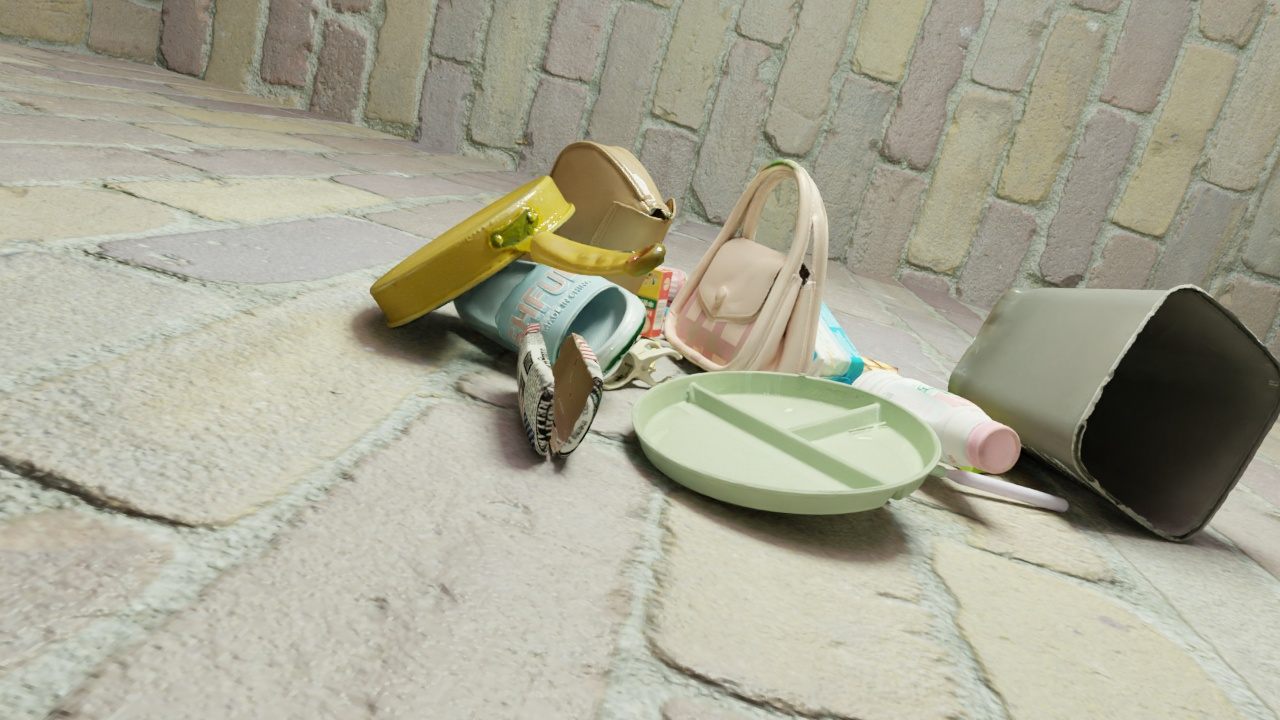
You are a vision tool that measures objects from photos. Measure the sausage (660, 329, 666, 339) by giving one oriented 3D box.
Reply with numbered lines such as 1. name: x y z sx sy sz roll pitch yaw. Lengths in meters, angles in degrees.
1. sausage: 0.087 -0.027 1.122 0.155 0.020 0.020 7 16 -34

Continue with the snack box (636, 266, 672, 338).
1. snack box: -0.042 -0.083 1.046 0.156 0.077 0.027 17 14 26

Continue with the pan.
1. pan: -0.099 -0.088 0.758 0.197 0.078 0.358 -41 19 -27

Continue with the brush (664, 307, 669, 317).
1. brush: 0.009 -0.068 1.171 0.254 0.046 0.083 8 11 -43

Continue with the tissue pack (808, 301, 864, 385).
1. tissue pack: 0.185 -0.022 1.042 0.089 0.063 0.140 2 49 -46

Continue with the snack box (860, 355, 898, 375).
1. snack box: 0.247 0.007 1.139 0.140 0.034 0.086 18 13 16

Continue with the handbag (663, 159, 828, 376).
1. handbag: 0.123 -0.092 0.957 0.093 0.234 0.193 14 12 -24

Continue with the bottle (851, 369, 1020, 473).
1. bottle: 0.258 0.056 0.822 0.068 0.068 0.197 11 6 -18

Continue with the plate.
1. plate: 0.107 0.057 0.694 0.230 0.027 0.230 2 19 -1

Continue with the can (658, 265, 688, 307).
1. can: -0.012 -0.105 1.227 0.147 0.058 0.058 8 16 -21

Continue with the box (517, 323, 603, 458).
1. box: -0.074 0.019 0.667 0.076 0.075 0.163 19 14 -17

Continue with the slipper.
1. slipper: -0.092 -0.053 0.825 0.246 0.103 0.074 22 -27 43

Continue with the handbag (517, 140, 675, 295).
1. handbag: -0.048 -0.117 0.954 0.099 0.205 0.148 -4 40 -50

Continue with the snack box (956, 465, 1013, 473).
1. snack box: 0.300 0.072 0.951 0.085 0.026 0.156 3 19 -41

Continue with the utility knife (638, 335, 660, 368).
1. utility knife: 0.004 -0.009 0.978 0.031 0.019 0.176 19 9 1

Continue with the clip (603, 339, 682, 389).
1. clip: -0.001 -0.006 0.849 0.034 0.076 0.103 26 6 35

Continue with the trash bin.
1. trash bin: 0.450 0.033 0.909 0.199 0.198 0.220 33 -1 -21

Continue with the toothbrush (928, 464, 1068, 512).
1. toothbrush: 0.298 0.110 0.810 0.189 0.021 0.029 14 -18 -13
